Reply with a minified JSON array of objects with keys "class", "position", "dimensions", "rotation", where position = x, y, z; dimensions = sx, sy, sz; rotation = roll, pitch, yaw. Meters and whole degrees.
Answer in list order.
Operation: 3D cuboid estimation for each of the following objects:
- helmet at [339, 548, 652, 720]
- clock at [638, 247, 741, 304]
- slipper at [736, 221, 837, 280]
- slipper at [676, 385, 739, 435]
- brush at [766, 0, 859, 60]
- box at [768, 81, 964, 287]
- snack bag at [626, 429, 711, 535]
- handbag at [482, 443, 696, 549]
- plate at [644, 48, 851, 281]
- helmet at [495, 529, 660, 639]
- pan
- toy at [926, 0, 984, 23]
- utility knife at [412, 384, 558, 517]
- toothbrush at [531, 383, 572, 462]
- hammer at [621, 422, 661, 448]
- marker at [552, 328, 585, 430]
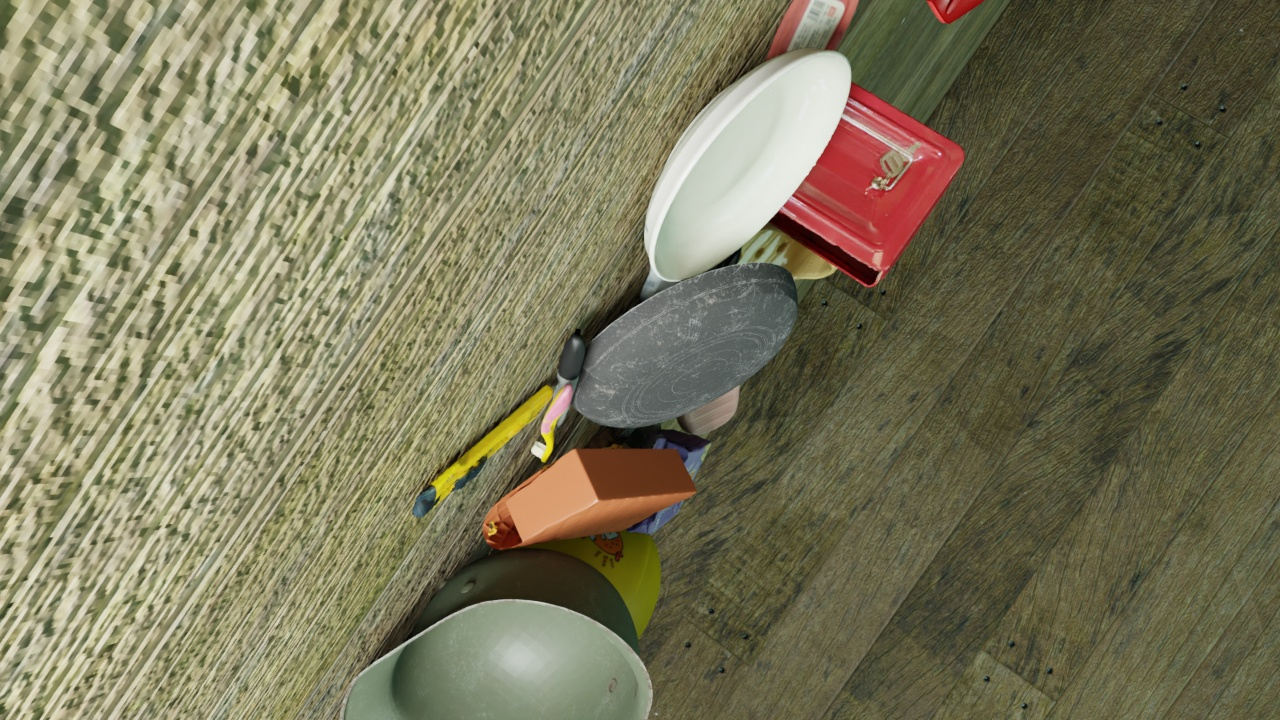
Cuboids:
[{"class":"helmet","position":[-0.096,0.244,0.743],"dimensions":[0.269,0.227,0.153],"rotation":[-47,-165,33]},{"class":"clock","position":[0.048,-0.081,0.740],"dimensions":[0.129,0.052,0.090],"rotation":[-57,172,-17]},{"class":"slipper","position":[0.143,-0.115,0.874],"dimensions":[0.261,0.079,0.111],"rotation":[-46,131,6]},{"class":"slipper","position":[0.061,0.001,1.020],"dimensions":[0.093,0.081,0.198],"rotation":[-22,138,-16]},{"class":"brush","position":[0.100,-0.197,0.645],"dimensions":[0.173,0.041,0.030],"rotation":[-61,-176,44]},{"class":"box","position":[0.171,-0.154,0.773],"dimensions":[0.136,0.157,0.122],"rotation":[-54,168,3]},{"class":"snack bag","position":[0.020,0.119,0.957],"dimensions":[0.096,0.058,0.205],"rotation":[-63,168,2]},{"class":"handbag","position":[-0.043,0.114,0.776],"dimensions":[0.109,0.060,0.171],"rotation":[-35,160,22]},{"class":"plate","position":[0.064,-0.132,0.606],"dimensions":[0.182,0.034,0.182],"rotation":[-40,162,-16]},{"class":"helmet","position":[-0.056,0.247,0.931],"dimensions":[0.239,0.139,0.209],"rotation":[-4,132,-54]},{"class":"pan","position":[0.002,0.041,0.778],"dimensions":[0.207,0.040,0.358],"rotation":[-9,151,-38]},{"class":"toy","position":[0.267,-0.344,0.707],"dimensions":[0.159,0.120,0.196],"rotation":[-57,-179,25]},{"class":"utility knife","position":[-0.096,0.053,0.595],"dimensions":[0.031,0.017,0.155],"rotation":[-51,178,38]},{"class":"toothbrush","position":[-0.067,0.048,0.686],"dimensions":[0.021,0.016,0.136],"rotation":[-58,176,-30]},{"class":"hammer","position":[-0.028,0.144,1.144],"dimensions":[0.117,0.051,0.323],"rotation":[-53,171,-13]},{"class":"marker","position":[-0.054,0.016,0.674],"dimensions":[0.139,0.016,0.022],"rotation":[111,-7,-59]}]
